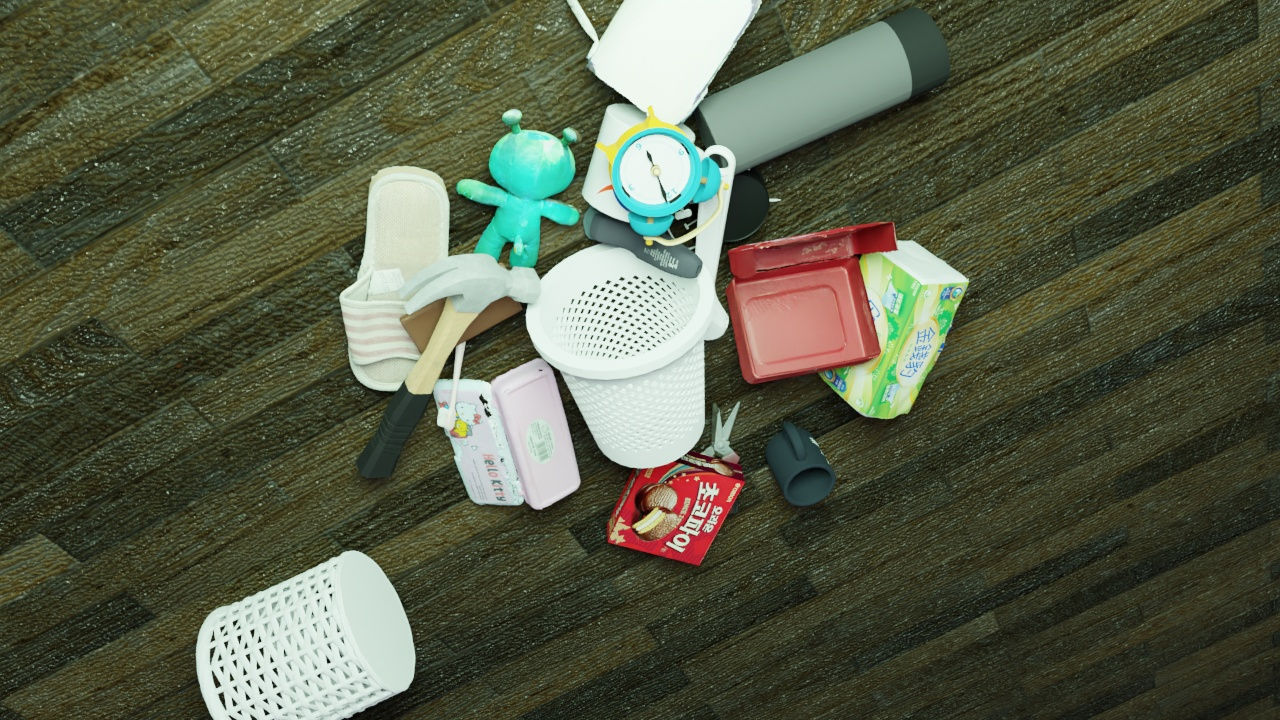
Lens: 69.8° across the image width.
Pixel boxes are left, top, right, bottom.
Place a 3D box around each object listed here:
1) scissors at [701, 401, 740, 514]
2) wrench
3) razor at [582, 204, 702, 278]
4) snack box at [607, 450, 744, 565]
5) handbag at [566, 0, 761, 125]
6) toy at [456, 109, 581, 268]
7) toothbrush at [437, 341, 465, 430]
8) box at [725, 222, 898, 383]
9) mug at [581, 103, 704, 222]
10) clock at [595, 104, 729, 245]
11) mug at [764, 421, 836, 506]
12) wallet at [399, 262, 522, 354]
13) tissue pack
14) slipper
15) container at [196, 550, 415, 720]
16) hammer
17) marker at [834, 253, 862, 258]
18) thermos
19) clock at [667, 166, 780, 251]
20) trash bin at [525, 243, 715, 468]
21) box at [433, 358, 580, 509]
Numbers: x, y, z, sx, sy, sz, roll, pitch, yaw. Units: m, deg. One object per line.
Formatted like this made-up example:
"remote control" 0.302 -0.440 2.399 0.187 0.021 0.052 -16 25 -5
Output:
"scissors" 0.101 0.145 1.228 0.179 0.015 0.185 -40 123 13
"wrench" 0.072 -0.117 0.982 0.066 0.018 0.274 18 143 12
"razor" 0.003 -0.124 0.957 0.052 0.143 0.047 -26 140 -49
"snack box" 0.044 0.190 1.217 0.132 0.035 0.152 17 118 -13
"handbag" 0.005 -0.327 0.856 0.176 0.074 0.151 32 111 -10
"toy" -0.117 -0.164 0.928 0.130 0.072 0.194 7 131 -20
"toothbrush" -0.205 -0.006 1.024 0.018 0.015 0.181 19 109 19
"box" 0.187 -0.058 1.009 0.156 0.156 0.170 -11 101 -6
"mug" 0.011 -0.194 0.923 0.121 0.091 0.090 8 121 -21
"clock" 0.021 -0.169 0.860 0.099 0.043 0.129 -34 118 10
"mug" 0.207 0.128 1.205 0.071 0.077 0.105 -19 126 -1
"wallet" -0.187 -0.049 0.974 0.121 0.013 0.087 -30 150 -9
"tissue pack" 0.323 -0.038 1.107 0.141 0.120 0.198 -5 132 -30
"slipper" -0.254 -0.073 0.961 0.115 0.052 0.263 4 122 -19
"container" -0.406 0.358 1.133 0.187 0.189 0.189 -25 126 1
"hammer" -0.231 0.017 0.979 0.131 0.039 0.329 1 138 -41
"marker" 0.205 -0.122 1.075 0.152 0.011 0.011 -8 125 -9
"thermos" 0.179 -0.268 0.922 0.240 0.082 0.082 -23 126 2
"clock" 0.085 -0.165 0.992 0.121 0.042 0.091 -31 126 7
"trash bin" -0.006 0.006 1.011 0.195 0.195 0.200 -17 136 -3
"box" -0.156 0.099 1.100 0.153 0.066 0.202 -14 125 -5
